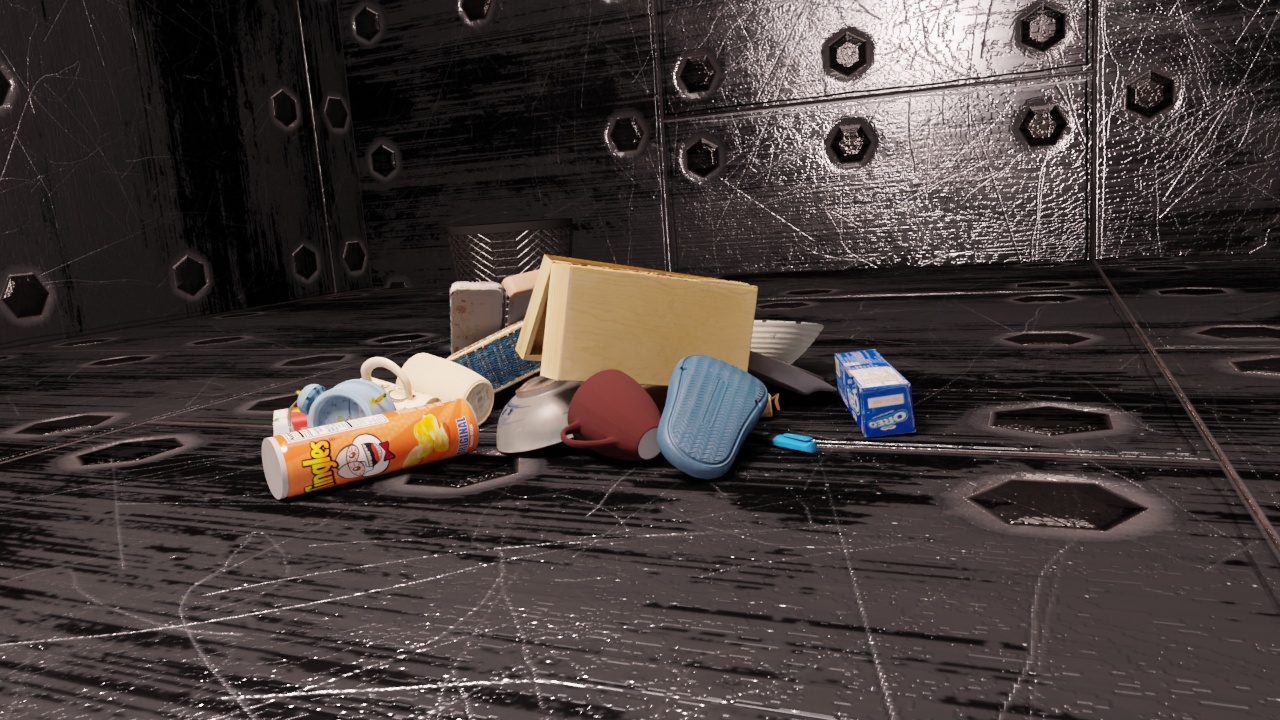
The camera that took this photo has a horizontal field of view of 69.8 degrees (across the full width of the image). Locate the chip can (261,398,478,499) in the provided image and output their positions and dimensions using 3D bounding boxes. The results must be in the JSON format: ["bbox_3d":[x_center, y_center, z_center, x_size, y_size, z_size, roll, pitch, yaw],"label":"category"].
[{"bbox_3d":[-0.276,0.088,0.955,0.209,0.062,0.062,-12,12,-37],"label":"chip can"}]

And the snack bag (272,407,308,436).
[{"bbox_3d":[-0.404,0.077,1.159,0.115,0.036,0.077,-8,10,-20],"label":"snack bag"}]

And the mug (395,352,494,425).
[{"bbox_3d":[-0.250,0.051,1.146,0.104,0.085,0.111,14,46,29],"label":"mug"}]

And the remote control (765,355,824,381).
[{"bbox_3d":[0.187,0.008,1.223,0.125,0.010,0.039,21,-3,14],"label":"remote control"}]

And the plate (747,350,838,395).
[{"bbox_3d":[0.166,0.015,1.171,0.173,0.019,0.173,23,-2,1],"label":"plate"}]

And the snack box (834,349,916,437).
[{"bbox_3d":[0.266,0.033,1.060,0.059,0.059,0.226,-6,8,6],"label":"snack box"}]

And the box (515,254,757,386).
[{"bbox_3d":[-0.004,-0.045,1.047,0.248,0.140,0.123,3,3,-33],"label":"box"}]

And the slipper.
[{"bbox_3d":[0.066,0.056,0.936,0.104,0.059,0.213,30,31,4],"label":"slipper"}]

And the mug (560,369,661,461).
[{"bbox_3d":[-0.026,0.069,0.933,0.113,0.087,0.088,-17,33,-33],"label":"mug"}]

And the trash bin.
[{"bbox_3d":[-0.217,-0.119,1.608,0.217,0.243,0.217,-4,10,1],"label":"trash bin"}]

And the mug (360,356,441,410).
[{"bbox_3d":[-0.285,0.048,1.061,0.097,0.122,0.080,7,32,20],"label":"mug"}]

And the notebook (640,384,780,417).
[{"bbox_3d":[0.047,0.054,1.101,0.215,0.034,0.190,-6,10,-5],"label":"notebook"}]

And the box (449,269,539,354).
[{"bbox_3d":[-0.215,-0.049,1.386,0.153,0.217,0.058,-11,56,-20],"label":"box"}]

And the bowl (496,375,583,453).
[{"bbox_3d":[-0.101,0.047,1.034,0.151,0.057,0.150,-19,14,5],"label":"bowl"}]

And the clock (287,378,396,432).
[{"bbox_3d":[-0.333,0.068,1.019,0.124,0.089,0.051,-3,9,12],"label":"clock"}]

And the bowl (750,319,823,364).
[{"bbox_3d":[0.171,-0.016,1.305,0.177,0.071,0.177,1,-3,0],"label":"bowl"}]

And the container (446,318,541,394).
[{"bbox_3d":[-0.174,-0.011,1.282,0.187,0.071,0.145,-27,7,-3],"label":"container"}]

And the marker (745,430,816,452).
[{"bbox_3d":[0.137,0.081,0.962,0.018,0.015,0.123,-12,11,-35],"label":"marker"}]
